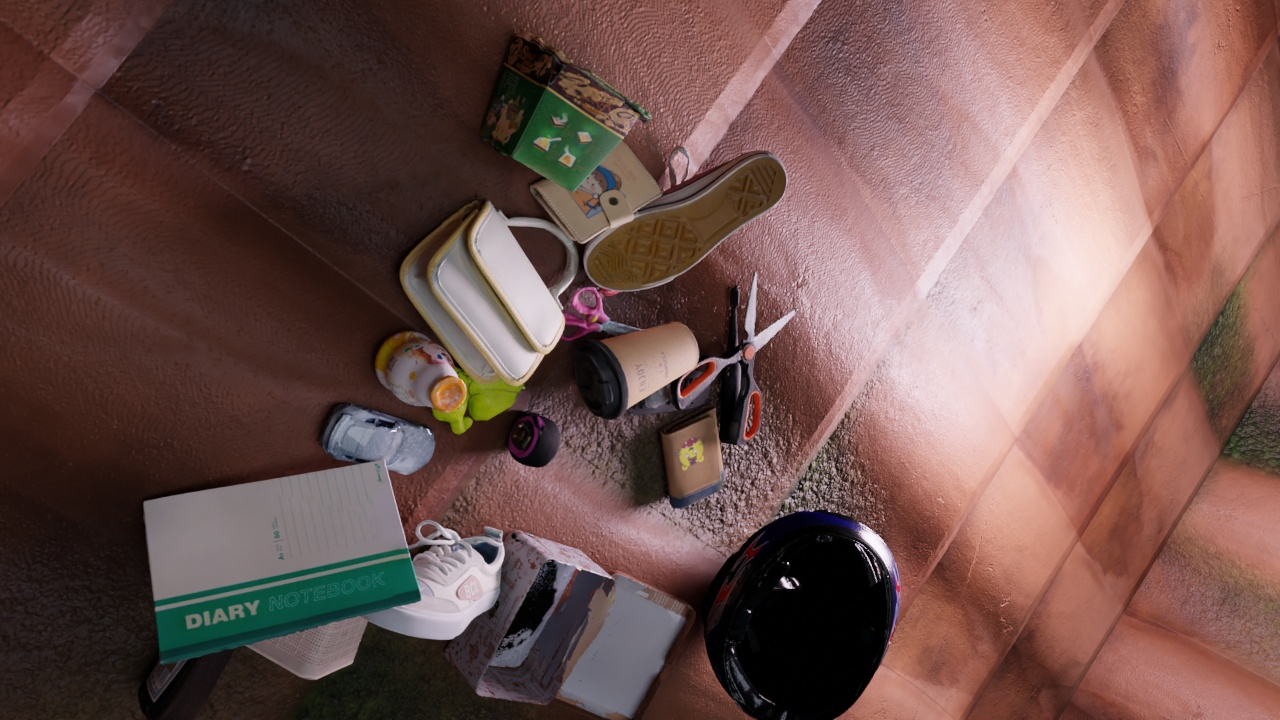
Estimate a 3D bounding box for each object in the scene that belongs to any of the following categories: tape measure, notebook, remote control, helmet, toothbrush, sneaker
[{"bbox_3d":[-0.118,0.087,1.000,0.039,0.058,0.057,22,96,-42],"label":"tape measure"},{"bbox_3d":[-0.313,0.168,0.805,0.208,0.150,0.012,-8,145,-26],"label":"notebook"},{"bbox_3d":[0.029,0.037,1.119,0.136,0.024,0.053,-3,110,-38],"label":"remote control"},{"bbox_3d":[0.221,0.329,1.250,0.240,0.247,0.316,-50,162,-75],"label":"helmet"},{"bbox_3d":[0.117,0.007,1.178,0.027,0.026,0.213,-47,141,-62],"label":"toothbrush"},{"bbox_3d":[0.044,-0.159,1.008,0.241,0.087,0.118,-30,115,1],"label":"sneaker"},{"bbox_3d":[-0.193,0.213,0.922,0.242,0.089,0.090,24,85,-77],"label":"sneaker"}]

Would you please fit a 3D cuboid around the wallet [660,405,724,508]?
[{"bbox_3d":[0.069,0.125,1.186,0.090,0.033,0.115,-24,119,-28],"label":"wallet"}]

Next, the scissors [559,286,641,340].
[{"bbox_3d":[-0.043,-0.032,1.039,0.073,0.017,0.137,-53,138,5],"label":"scissors"}]

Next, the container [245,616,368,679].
[{"bbox_3d":[-0.305,0.226,0.874,0.111,0.090,0.090,-65,168,-1],"label":"container"}]

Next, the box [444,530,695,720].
[{"bbox_3d":[-0.076,0.331,1.102,0.259,0.110,0.179,29,90,-42],"label":"box"}]

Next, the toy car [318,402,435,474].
[{"bbox_3d":[-0.255,0.080,0.902,0.120,0.037,0.054,23,93,-45],"label":"toy car"}]

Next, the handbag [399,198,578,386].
[{"bbox_3d":[-0.128,-0.081,0.910,0.178,0.063,0.163,-52,128,-28],"label":"handbag"}]

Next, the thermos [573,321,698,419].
[{"bbox_3d":[-0.006,0.006,1.032,0.143,0.093,0.093,-22,121,-33],"label":"thermos"}]

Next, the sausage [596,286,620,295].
[{"bbox_3d":[0.013,-0.104,1.050,0.155,0.020,0.020,-25,122,-29],"label":"sausage"}]

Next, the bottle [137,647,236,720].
[{"bbox_3d":[-0.385,0.233,0.833,0.044,0.080,0.195,32,84,-41],"label":"bottle"}]

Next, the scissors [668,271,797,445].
[{"bbox_3d":[0.119,0.006,1.151,0.220,0.022,0.235,-20,117,-34],"label":"scissors"}]

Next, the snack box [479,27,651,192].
[{"bbox_3d":[-0.081,-0.229,0.868,0.117,0.118,0.106,23,105,-42],"label":"snack box"}]

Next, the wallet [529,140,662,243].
[{"bbox_3d":[-0.042,-0.172,0.941,0.115,0.087,0.024,-33,165,-25],"label":"wallet"}]

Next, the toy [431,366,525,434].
[{"bbox_3d":[-0.167,0.031,0.953,0.100,0.031,0.097,8,97,-38],"label":"toy"}]

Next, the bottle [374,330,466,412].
[{"bbox_3d":[-0.204,0.014,0.864,0.063,0.108,0.063,-18,120,-33],"label":"bottle"}]
